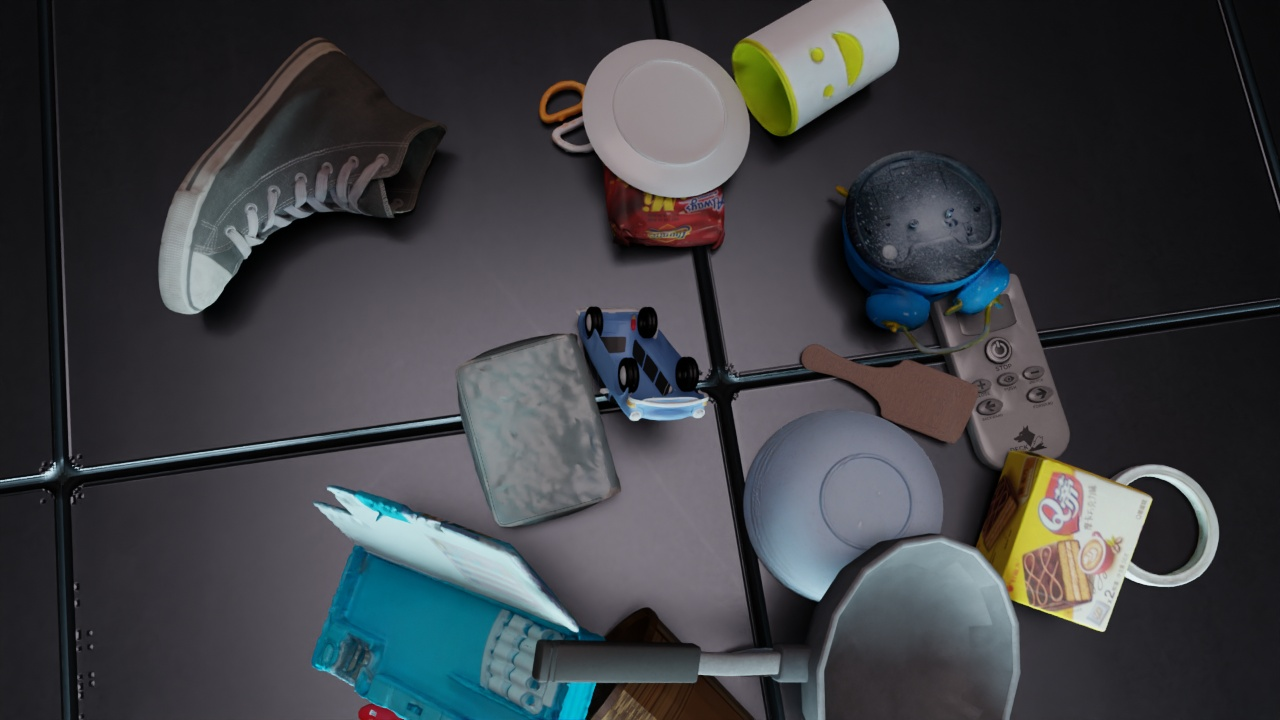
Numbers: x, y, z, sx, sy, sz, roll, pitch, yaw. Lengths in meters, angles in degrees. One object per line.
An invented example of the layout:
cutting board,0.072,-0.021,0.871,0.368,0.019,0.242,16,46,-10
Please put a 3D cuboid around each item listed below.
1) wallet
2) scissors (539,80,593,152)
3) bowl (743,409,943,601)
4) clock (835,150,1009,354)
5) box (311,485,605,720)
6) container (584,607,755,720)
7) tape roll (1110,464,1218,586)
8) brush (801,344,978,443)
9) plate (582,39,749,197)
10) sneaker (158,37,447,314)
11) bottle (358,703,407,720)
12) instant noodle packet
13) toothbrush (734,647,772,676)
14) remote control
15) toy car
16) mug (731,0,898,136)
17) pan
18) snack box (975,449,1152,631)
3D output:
wallet,-0.076,0.052,0.682,0.100,0.054,0.131,-15,82,3
scissors,-0.019,-0.212,0.755,0.128,0.013,0.065,-22,85,-9
bowl,0.155,0.105,0.671,0.150,0.075,0.150,0,79,-2
clock,0.217,-0.082,0.707,0.117,0.060,0.161,-12,71,-3
box,-0.128,0.155,0.586,0.228,0.084,0.172,8,108,38
container,0.027,0.271,0.609,0.167,0.132,0.132,41,80,-2
tape roll,0.399,0.127,0.710,0.093,0.013,0.093,0,79,-2
brush,0.191,0.018,0.718,0.136,0.015,0.050,22,98,8
plate,0.022,-0.191,0.710,0.134,0.011,0.134,3,76,-13
sneaker,-0.254,-0.118,0.688,0.120,0.095,0.234,32,72,3
bottle,-0.128,0.268,0.641,0.141,0.042,0.042,10,79,-1
instant noodle packet,0.018,-0.154,0.728,0.098,0.040,0.135,-2,78,-17
toothbrush,0.093,0.221,0.673,0.185,0.022,0.024,-2,43,-2
remote control,0.284,0.010,0.723,0.074,0.019,0.151,-14,80,-5
toy car,-0.004,0.004,0.657,0.056,0.153,0.055,-1,117,-20
mug,0.139,-0.241,0.733,0.106,0.083,0.082,-33,82,-10
pan,0.098,0.188,0.572,0.356,0.041,0.178,10,85,-27
snack box,0.304,0.129,0.671,0.083,0.061,0.105,19,90,0
